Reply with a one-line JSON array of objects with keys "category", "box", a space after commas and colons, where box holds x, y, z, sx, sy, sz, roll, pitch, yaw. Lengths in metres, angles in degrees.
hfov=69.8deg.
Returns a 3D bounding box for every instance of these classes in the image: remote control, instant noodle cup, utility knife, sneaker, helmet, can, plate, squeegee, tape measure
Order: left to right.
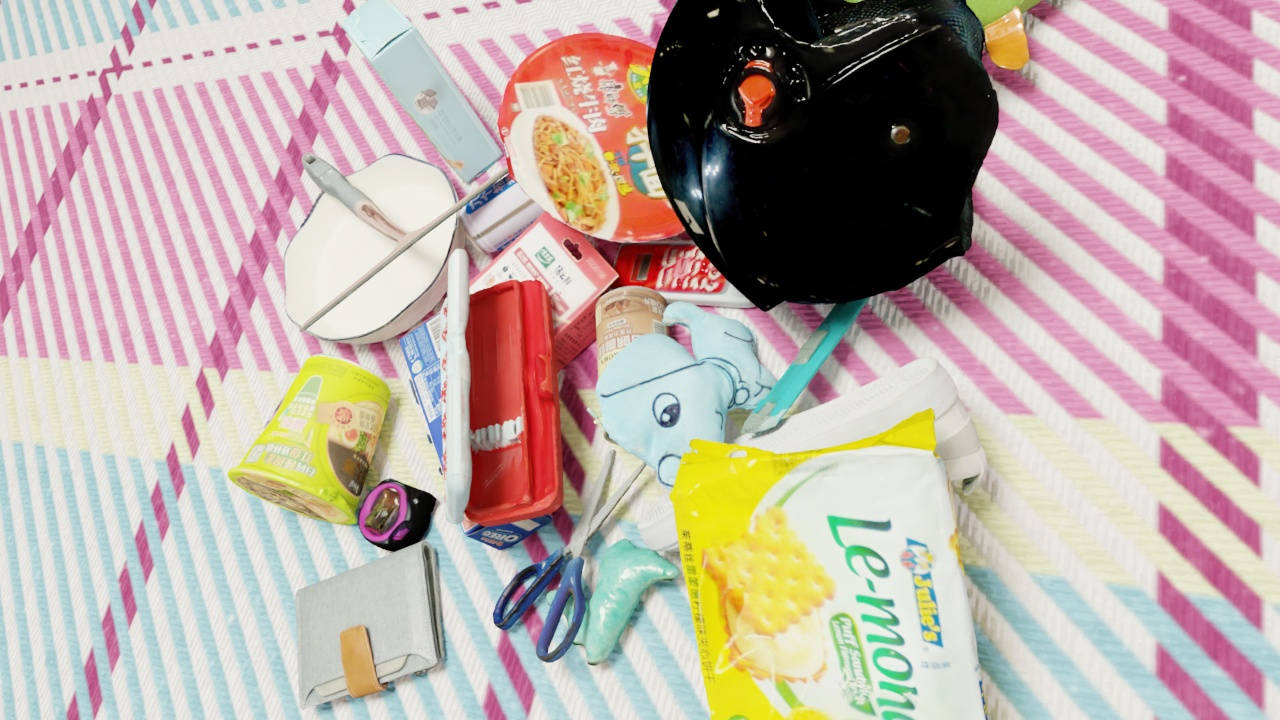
[{"category": "instant noodle cup", "box": [-0.276, 0.064, 0.796, 0.112, 0.112, 0.123, 4, 62, 27]}, {"category": "squeegee", "box": [-0.260, -0.146, 0.867, 0.247, 0.040, 0.250, -42, 49, -15]}, {"category": "plate", "box": [-0.256, -0.105, 0.896, 0.205, 0.045, 0.204, -11, 62, 22]}, {"category": "tape measure", "box": [-0.206, 0.129, 0.766, 0.057, 0.039, 0.057, 17, 75, 31]}, {"category": "can", "box": [-0.099, -0.151, 0.835, 0.135, 0.053, 0.053, -31, 57, 10]}, {"category": "instant noodle cup", "box": [-0.027, -0.174, 0.764, 0.193, 0.066, 0.193, 6, 70, -17]}, {"category": "can", "box": [-0.004, 0.004, 0.714, 0.059, 0.058, 0.116, -14, 62, 20]}, {"category": "remote control", "box": [0.038, -0.073, 0.752, 0.136, 0.020, 0.055, 6, 69, 28]}, {"category": "sneaker", "box": [0.111, 0.089, 0.613, 0.243, 0.089, 0.091, -29, 98, 29]}, {"category": "helmet", "box": [0.114, -0.165, 0.618, 0.231, 0.274, 0.232, -35, 11, 29]}, {"category": "utility knife", "box": [0.131, -0.016, 0.660, 0.029, 0.013, 0.186, 10, 54, 51]}]

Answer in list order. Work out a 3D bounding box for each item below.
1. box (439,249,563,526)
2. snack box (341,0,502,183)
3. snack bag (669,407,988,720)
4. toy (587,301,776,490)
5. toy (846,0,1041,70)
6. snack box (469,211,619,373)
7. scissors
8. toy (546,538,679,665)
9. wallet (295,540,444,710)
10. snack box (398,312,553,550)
[{"category": "box", "box": [-0.118, 0.015, 0.677, 0.095, 0.098, 0.201, -14, 60, 12]}, {"category": "snack box", "box": [-0.201, -0.250, 0.859, 0.051, 0.175, 0.074, -38, 56, -2]}, {"category": "snack bag", "box": [0.113, 0.159, 0.534, 0.158, 0.068, 0.246, -10, 91, 21]}, {"category": "toy", "box": [0.030, 0.020, 0.655, 0.156, 0.050, 0.161, -3, 54, -21]}, {"category": "toy", "box": [0.238, -0.301, 0.720, 0.247, 0.090, 0.226, -25, 65, 17]}, {"category": "snack box", "box": [-0.084, -0.053, 0.788, 0.127, 0.044, 0.113, -42, 55, 4]}, {"category": "scissors", "box": [-0.050, 0.147, 0.680, 0.163, 0.012, 0.163, -38, 34, 18]}, {"category": "toy", "box": [-0.026, 0.172, 0.665, 0.096, 0.030, 0.091, 17, 74, 42]}, {"category": "wallet", "box": [-0.221, 0.214, 0.737, 0.130, 0.037, 0.106, -23, 59, 16]}, {"category": "snack box", "box": [-0.139, 0.054, 0.757, 0.057, 0.058, 0.207, -32, 57, 7]}]
